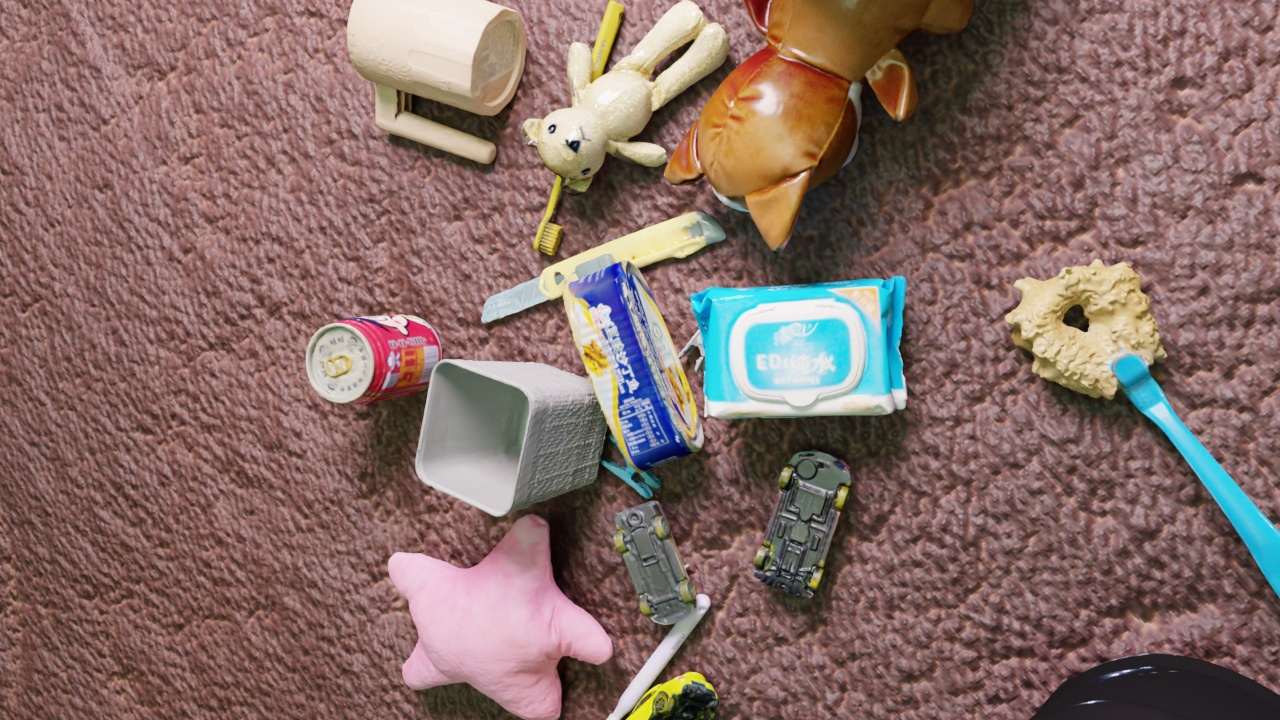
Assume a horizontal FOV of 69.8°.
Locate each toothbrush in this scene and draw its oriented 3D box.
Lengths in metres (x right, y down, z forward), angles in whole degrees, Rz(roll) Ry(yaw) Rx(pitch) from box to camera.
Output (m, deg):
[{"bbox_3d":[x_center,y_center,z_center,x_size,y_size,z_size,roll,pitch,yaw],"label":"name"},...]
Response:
[{"bbox_3d":[-0.001,0.254,0.708,0.029,0.021,0.189,28,104,-17],"label":"toothbrush"},{"bbox_3d":[-0.044,-0.170,0.684,0.016,0.015,0.190,21,102,12],"label":"toothbrush"}]

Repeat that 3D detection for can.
[{"bbox_3d":[-0.207,-0.001,0.716,0.067,0.093,0.066,2,96,19],"label":"can"},{"bbox_3d":[-0.004,0.004,0.657,0.049,0.074,0.148,-22,89,16],"label":"can"}]

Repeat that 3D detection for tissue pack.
[{"bbox_3d":[0.105,-0.008,0.609,0.140,0.063,0.090,-3,97,4],"label":"tissue pack"}]

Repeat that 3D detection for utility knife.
[{"bbox_3d":[-0.034,-0.069,0.694,0.207,0.021,0.031,-19,83,25],"label":"utility knife"}]

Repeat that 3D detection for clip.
[{"bbox_3d":[-0.008,0.081,0.697,0.056,0.014,0.040,39,107,11],"label":"clip"},{"bbox_3d":[0.050,-0.018,0.661,0.033,0.025,0.057,40,111,17],"label":"clip"}]

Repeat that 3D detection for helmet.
[{"bbox_3d":[0.315,0.295,0.492,0.274,0.229,0.234,39,115,2],"label":"helmet"}]

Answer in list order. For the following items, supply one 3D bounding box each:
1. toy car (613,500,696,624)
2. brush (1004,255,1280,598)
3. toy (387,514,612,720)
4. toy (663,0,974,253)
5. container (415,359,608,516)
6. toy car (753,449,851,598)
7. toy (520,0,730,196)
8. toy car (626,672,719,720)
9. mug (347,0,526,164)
[{"bbox_3d":[0.013,0.151,0.684,0.042,0.035,0.090,-23,84,21],"label":"toy car"},{"bbox_3d":[0.321,0.043,0.554,0.083,0.045,0.254,-38,77,15],"label":"brush"},{"bbox_3d":[-0.116,0.217,0.720,0.195,0.074,0.178,-22,98,24],"label":"toy"},{"bbox_3d":[0.107,-0.173,0.581,0.200,0.130,0.140,-57,44,7],"label":"toy"},{"bbox_3d":[-0.085,0.050,0.662,0.090,0.114,0.090,19,101,29],"label":"container"},{"bbox_3d":[0.116,0.113,0.646,0.049,0.031,0.106,17,102,16],"label":"toy car"},{"bbox_3d":[-0.008,-0.185,0.643,0.157,0.066,0.105,-39,105,7],"label":"toy"},{"bbox_3d":[0.013,0.273,0.694,0.105,0.048,0.032,-50,34,21],"label":"toy car"},{"bbox_3d":[-0.152,-0.218,0.690,0.103,0.084,0.125,22,126,15],"label":"mug"}]
